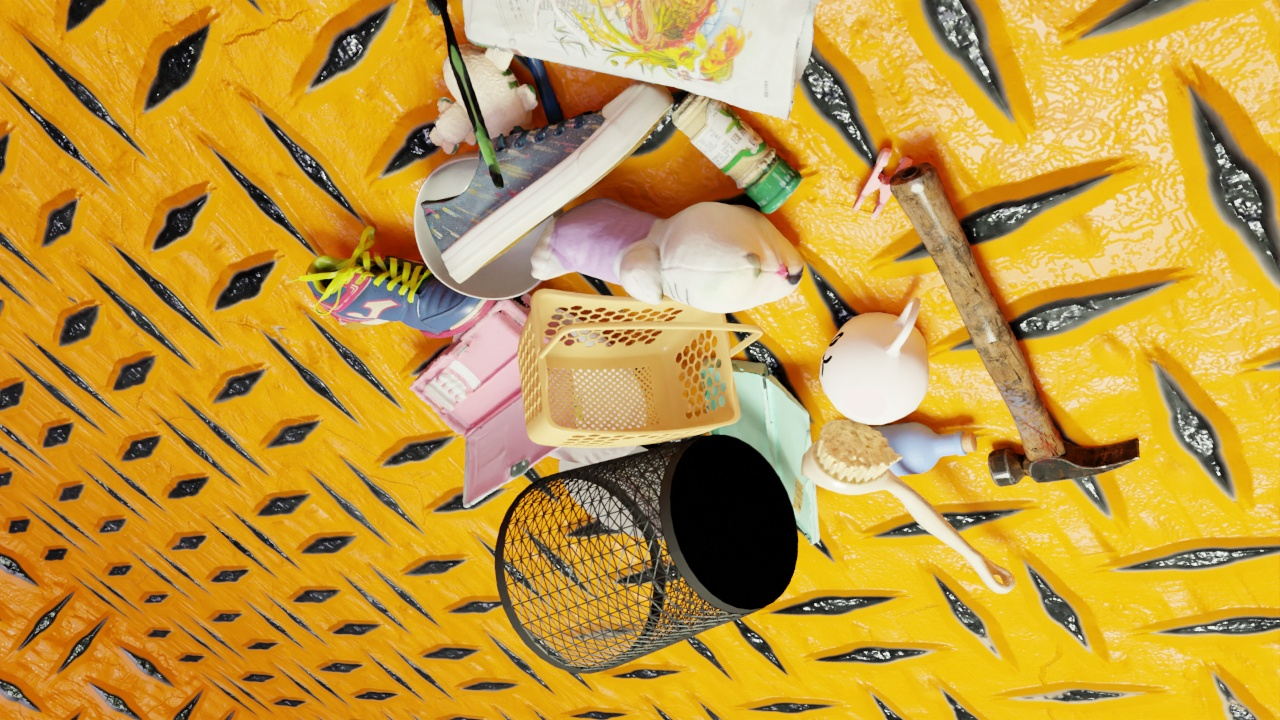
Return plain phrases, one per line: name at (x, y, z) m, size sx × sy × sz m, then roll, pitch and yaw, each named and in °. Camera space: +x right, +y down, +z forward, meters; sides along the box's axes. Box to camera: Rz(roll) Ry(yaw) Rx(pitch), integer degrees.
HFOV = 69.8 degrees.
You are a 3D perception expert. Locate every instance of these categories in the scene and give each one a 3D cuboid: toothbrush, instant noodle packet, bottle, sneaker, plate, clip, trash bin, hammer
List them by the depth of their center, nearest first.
instant noodle packet at (-0.008, -0.266, 0.642) m, size 0.269 × 0.057 × 0.147 m, roll 18°, pitch 124°, yaw 13°
clip at (0.175, -0.137, 0.695) m, size 0.041 × 0.023 × 0.060 m, roll 34°, pitch 133°, yaw 0°
bottle at (0.073, -0.164, 0.710) m, size 0.110 × 0.042 × 0.043 m, roll 41°, pitch 137°, yaw -11°
toothbrush at (-0.139, -0.218, 0.719) m, size 0.017 × 0.014 × 0.188 m, roll -33°, pitch 74°, yaw 57°
hammer at (0.288, -0.020, 0.729) m, size 0.120 × 0.033 × 0.330 m, roll -16°, pitch 124°, yaw 34°
sneaker at (-0.083, -0.156, 0.730) m, size 0.236 × 0.087 × 0.079 m, roll -34°, pitch 99°, yaw 19°
toothbrush at (-0.084, -0.231, 0.748) m, size 0.016 × 0.017 × 0.190 m, roll 2°, pitch 131°, yaw 27°
bottle at (0.243, 0.082, 0.848) m, size 0.131 × 0.047 × 0.048 m, roll -11°, pitch 124°, yaw 36°
trash bin at (0.011, 0.186, 0.914) m, size 0.217 × 0.216 × 0.244 m, roll 45°, pitch 137°, yaw -16°
sneaker at (-0.249, -0.073, 0.917) m, size 0.242 × 0.116 × 0.091 m, roll 2°, pitch 141°, yaw 36°
plate at (-0.094, 0.018, 0.982) m, size 0.229 × 0.030 × 0.230 m, roll 16°, pitch 135°, yaw 17°
plate at (-0.013, 0.145, 1.070) m, size 0.173 × 0.019 × 0.173 m, roll 15°, pitch 136°, yaw 15°

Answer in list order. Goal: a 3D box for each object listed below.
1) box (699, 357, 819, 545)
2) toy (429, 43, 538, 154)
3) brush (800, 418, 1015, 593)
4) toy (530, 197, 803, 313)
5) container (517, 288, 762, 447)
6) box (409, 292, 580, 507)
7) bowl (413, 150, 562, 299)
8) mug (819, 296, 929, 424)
box at (0.126, 0.087, 0.915) m, size 0.138 × 0.056 × 0.187 m, roll 22°, pitch 141°, yaw 34°
toy at (-0.129, -0.218, 0.760) m, size 0.087 × 0.050 × 0.113 m, roll 47°, pitch 134°, yaw -15°
brush at (0.254, 0.140, 0.832) m, size 0.272 × 0.061 × 0.078 m, roll 36°, pitch 145°, yaw -21°
toy at (0.025, -0.091, 0.759) m, size 0.209 × 0.137 × 0.085 m, roll 9°, pitch 102°, yaw 23°
container at (-0.005, 0.005, 0.796) m, size 0.183 × 0.129 × 0.167 m, roll 0°, pitch 160°, yaw -26°
box at (-0.143, 0.040, 0.957) m, size 0.234 × 0.075 × 0.172 m, roll -33°, pitch 80°, yaw 45°
bowl at (-0.132, -0.126, 0.829) m, size 0.132 × 0.064 × 0.132 m, roll 3°, pitch 114°, yaw 7°
mug at (0.203, -0.001, 0.769) m, size 0.090 × 0.076 × 0.124 m, roll 25°, pitch 138°, yaw 5°
